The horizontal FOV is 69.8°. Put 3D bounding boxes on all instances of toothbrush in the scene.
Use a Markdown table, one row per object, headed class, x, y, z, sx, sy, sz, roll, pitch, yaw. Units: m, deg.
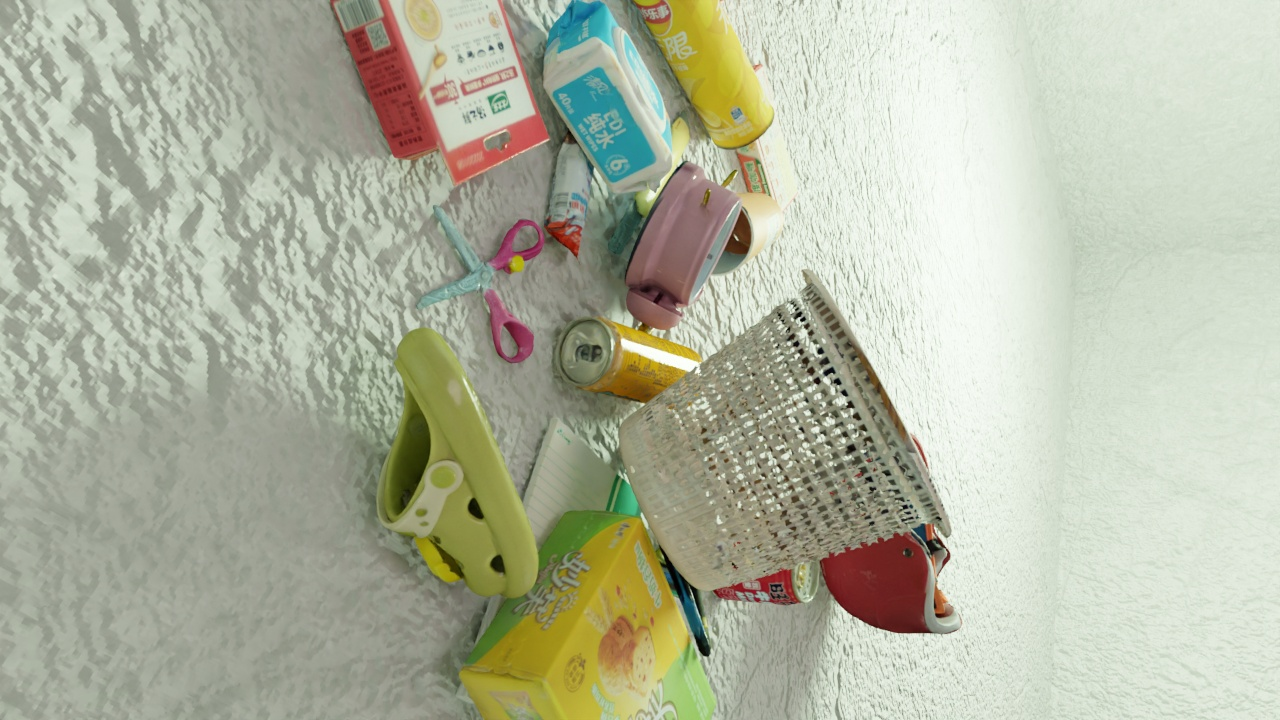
| class | x | y | z | sx | sy | sz | roll | pitch | yaw |
| --- | --- | --- | --- | --- | --- | --- | --- | --- | --- |
| toothbrush | 0.022 | 0.149 | 0.750 | 0.189 | 0.014 | 0.016 | 69 | 9 | 25 |
| toothbrush | 0.039 | 0.158 | 0.781 | 0.017 | 0.012 | 0.185 | 61 | 14 | -51 |

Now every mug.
| class | x | y | z | sx | sy | sz | roll | pitch | yaw |
| --- | --- | --- | --- | --- | --- | --- | --- | --- | --- |
| mug | 0.096 | -0.132 | 0.909 | 0.122 | 0.078 | 0.078 | -29 | 111 | -59 |

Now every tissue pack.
| class | x | y | z | sx | sy | sz | roll | pitch | yaw |
| --- | --- | --- | --- | --- | --- | --- | --- | --- | --- |
| tissue pack | -0.022 | -0.205 | 0.721 | 0.140 | 0.063 | 0.089 | 54 | 23 | -38 |

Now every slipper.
| class | x | y | z | sx | sy | sz | roll | pitch | yaw |
| --- | --- | --- | --- | --- | --- | --- | --- | --- | --- |
| slipper | -0.123 | 0.071 | 0.559 | 0.081 | 0.091 | 0.191 | -22 | 121 | -15 |

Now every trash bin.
| class | x | y | z | sx | sy | sz | roll | pitch | yaw |
| --- | --- | --- | --- | --- | --- | --- | --- | --- | --- |
| trash bin | 0.099 | 0.072 | 0.709 | 0.227 | 0.192 | 0.227 | 60 | 9 | -16 |

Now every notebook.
| class | x | y | z | sx | sy | sz | roll | pitch | yaw |
| --- | --- | --- | --- | --- | --- | --- | --- | --- | --- |
| notebook | -0.057 | 0.170 | 0.700 | 0.150 | 0.012 | 0.208 | 47 | 49 | -46 |

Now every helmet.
| class | x | y | z | sx | sy | sz | roll | pitch | yaw |
| --- | --- | --- | --- | --- | --- | --- | --- | --- | --- |
| helmet | 0.289 | 0.213 | 1.113 | 0.207 | 0.144 | 0.239 | 49 | 34 | -43 |

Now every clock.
| class | x | y | z | sx | sy | sz | roll | pitch | yaw |
| --- | --- | --- | --- | --- | --- | --- | --- | --- | --- |
| clock | 0.032 | -0.088 | 0.783 | 0.159 | 0.060 | 0.117 | -65 | 173 | 29 |

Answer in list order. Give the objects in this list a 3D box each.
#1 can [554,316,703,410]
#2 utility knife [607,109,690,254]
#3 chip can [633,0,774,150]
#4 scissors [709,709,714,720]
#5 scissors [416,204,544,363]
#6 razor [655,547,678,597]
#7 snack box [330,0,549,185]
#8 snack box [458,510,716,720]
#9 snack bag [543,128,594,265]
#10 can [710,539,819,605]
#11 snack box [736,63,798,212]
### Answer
| class | x | y | z | sx | sy | sz | roll | pitch | yaw |
| --- | --- | --- | --- | --- | --- | --- | --- | --- | --- |
| can | -0.004 | 0.004 | 0.752 | 0.145 | 0.058 | 0.058 | 16 | 73 | -55 |
| utility knife | 0.013 | -0.162 | 0.831 | 0.031 | 0.022 | 0.212 | 59 | 35 | -34 |
| chip can | 0.054 | -0.298 | 0.862 | 0.213 | 0.072 | 0.071 | 51 | 47 | -43 |
| scissors | 0.029 | 0.381 | 0.805 | 0.170 | 0.019 | 0.178 | 36 | 57 | -51 |
| scissors | -0.106 | -0.053 | 0.643 | 0.133 | 0.017 | 0.135 | -34 | 117 | -48 |
| razor | 0.031 | 0.143 | 0.829 | 0.042 | 0.022 | 0.142 | 16 | 63 | -9 |
| snack box | -0.125 | -0.187 | 0.598 | 0.113 | 0.044 | 0.127 | -44 | 121 | -50 |
| snack box | -0.026 | 0.237 | 0.663 | 0.157 | 0.070 | 0.210 | -55 | 132 | -48 |
| snack bag | -0.054 | -0.130 | 0.720 | 0.048 | 0.026 | 0.104 | 43 | 51 | -57 |
| can | 0.119 | 0.201 | 0.889 | 0.066 | 0.094 | 0.066 | 9 | 80 | -56 |
| snack box | 0.134 | -0.240 | 1.016 | 0.076 | 0.027 | 0.156 | -51 | 128 | -47 |
